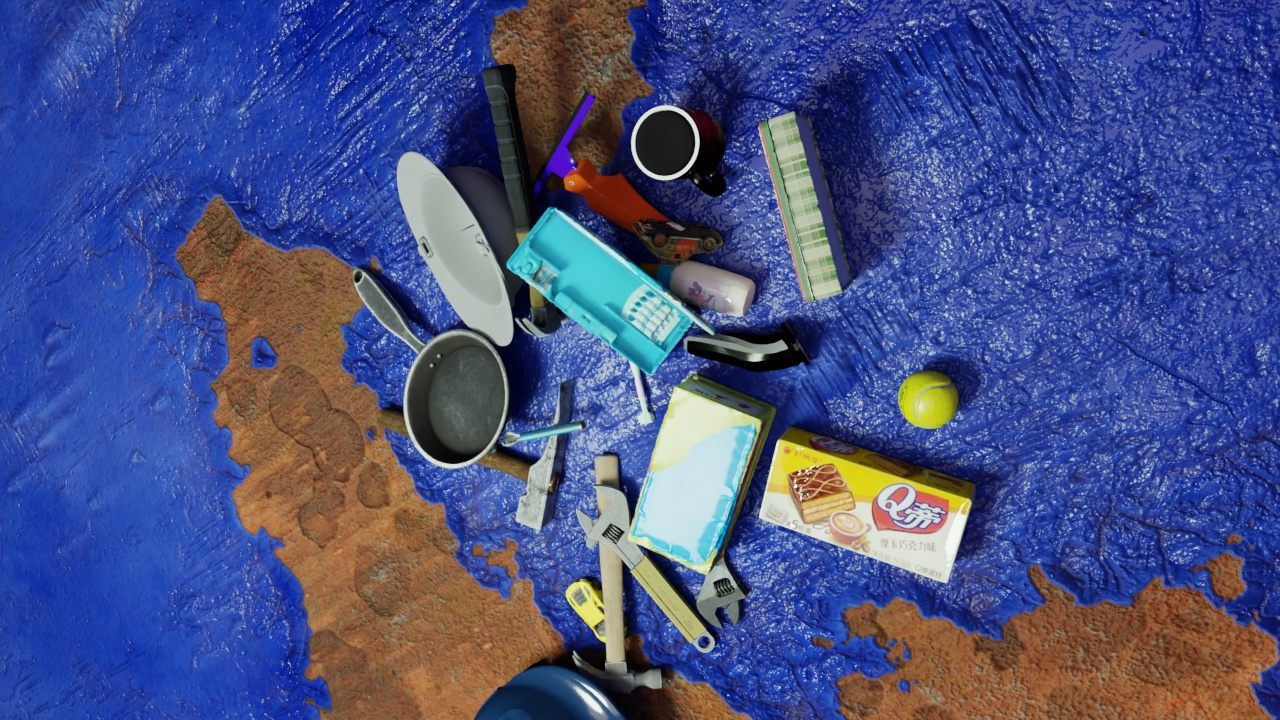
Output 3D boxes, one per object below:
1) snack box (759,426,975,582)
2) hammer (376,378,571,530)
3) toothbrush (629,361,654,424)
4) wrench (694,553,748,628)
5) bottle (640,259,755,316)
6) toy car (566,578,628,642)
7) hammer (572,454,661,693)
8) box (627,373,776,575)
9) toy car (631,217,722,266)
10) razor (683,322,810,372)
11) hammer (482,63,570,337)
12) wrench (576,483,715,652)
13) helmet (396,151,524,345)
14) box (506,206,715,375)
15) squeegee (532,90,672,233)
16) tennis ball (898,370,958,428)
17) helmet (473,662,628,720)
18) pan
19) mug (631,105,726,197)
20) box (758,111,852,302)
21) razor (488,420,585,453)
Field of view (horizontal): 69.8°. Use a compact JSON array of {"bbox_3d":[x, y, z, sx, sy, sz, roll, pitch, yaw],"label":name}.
[{"bbox_3d":[0.267,0.167,1.093,0.230,0.061,0.110,17,108,19],"label":"snack box"},{"bbox_3d":[-0.242,0.090,1.303,0.301,0.037,0.218,18,108,19],"label":"hammer"},{"bbox_3d":[-0.007,0.007,1.197,0.022,0.015,0.155,-13,97,-6],"label":"toothbrush"},{"bbox_3d":[0.095,0.222,1.203,0.073,0.018,0.273,-4,99,23],"label":"wrench"},{"bbox_3d":[0.066,-0.095,1.123,0.146,0.051,0.051,19,108,18],"label":"bottle"},{"bbox_3d":[-0.060,0.354,1.290,0.107,0.030,0.049,48,114,5],"label":"toy car"},{"bbox_3d":[-0.038,0.293,1.250,0.119,0.030,0.331,-3,96,-1],"label":"hammer"},{"bbox_3d":[0.074,0.143,1.149,0.124,0.080,0.221,20,108,18],"label":"box"},{"bbox_3d":[0.041,-0.140,1.102,0.111,0.047,0.047,2,125,-19],"label":"toy car"},{"bbox_3d":[0.126,-0.014,1.119,0.156,0.057,0.060,-5,68,23],"label":"razor"},{"bbox_3d":[-0.143,-0.186,1.119,0.025,0.117,0.333,0,113,23],"label":"hammer"},{"bbox_3d":[0.012,0.282,1.231,0.083,0.018,0.273,-40,93,2],"label":"wrench"},{"bbox_3d":[-0.199,-0.162,1.189,0.184,0.117,0.271,7,127,51],"label":"helmet"},{"bbox_3d":[-0.033,-0.074,1.073,0.226,0.121,0.098,37,89,-21],"label":"box"},{"bbox_3d":[-0.033,-0.198,1.116,0.184,0.055,0.250,28,152,-12],"label":"squeegee"},{"bbox_3d":[0.326,0.044,1.038,0.065,0.065,0.065,5,104,22],"label":"tennis ball"},{"bbox_3d":[-0.125,0.545,1.256,0.273,0.222,0.232,-43,84,19],"label":"helmet"},{"bbox_3d":[-0.299,-0.006,1.279,0.188,0.055,0.357,-49,63,18],"label":"pan"},{"bbox_3d":[0.057,-0.239,1.068,0.082,0.098,0.118,-41,85,25],"label":"mug"},{"bbox_3d":[0.184,-0.171,1.022,0.049,0.117,0.205,-15,97,22],"label":"box"},{"bbox_3d":[-0.138,0.097,1.228,0.144,0.022,0.042,-10,61,22],"label":"razor"}]
